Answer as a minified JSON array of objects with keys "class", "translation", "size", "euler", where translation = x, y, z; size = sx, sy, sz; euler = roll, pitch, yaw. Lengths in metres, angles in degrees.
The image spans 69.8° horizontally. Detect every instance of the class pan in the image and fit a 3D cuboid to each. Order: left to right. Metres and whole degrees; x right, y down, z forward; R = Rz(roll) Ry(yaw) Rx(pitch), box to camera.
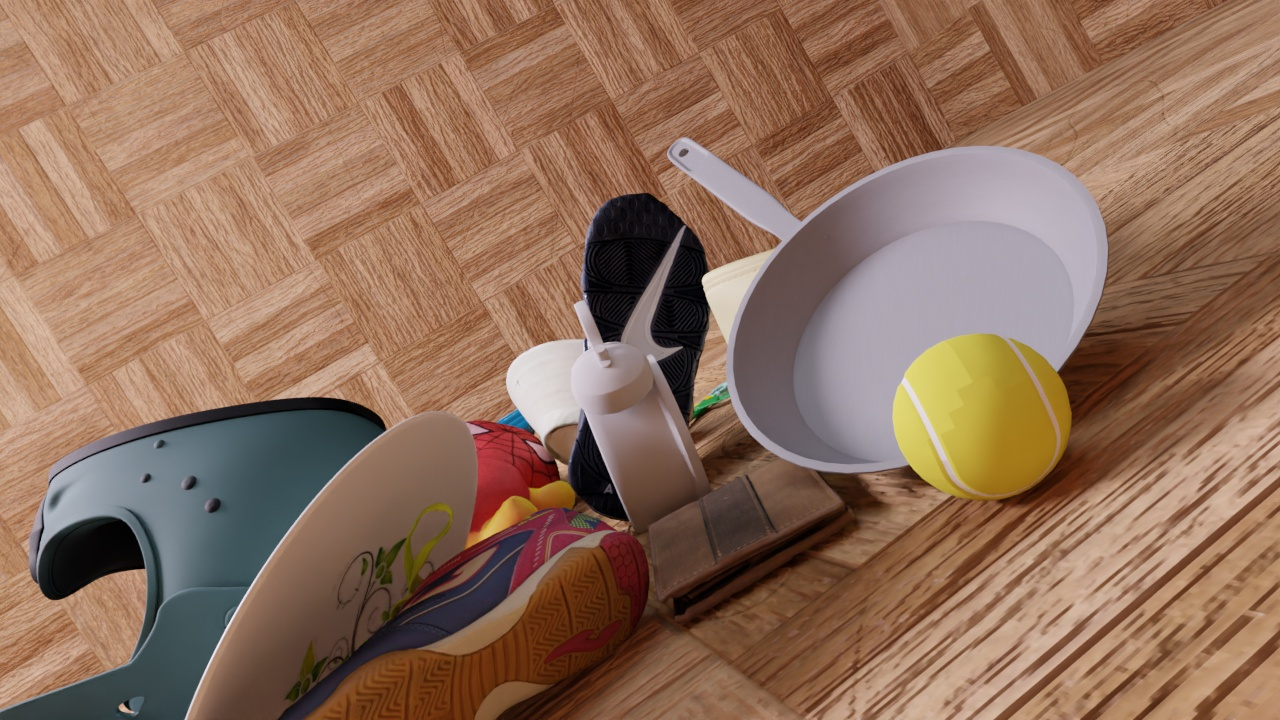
[{"class":"pan","translation":[0.105,-0.062,0.535],"size":[0.201,0.051,0.356],"euler":[-45,36,4]}]

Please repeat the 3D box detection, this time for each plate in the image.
[{"class":"plate","translation":[-0.149,0.125,0.437],"size":[0.229,0.030,0.229],"euler":[23,-91,-78]}]

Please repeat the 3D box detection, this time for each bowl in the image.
[{"class":"bowl","translation":[-0.042,0.056,0.837],"size":[0.177,0.176,0.057],"euler":[-28,40,41]}]

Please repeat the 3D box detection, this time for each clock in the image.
[{"class":"clock","translation":[-0.002,0.035,0.576],"size":[0.061,0.159,0.120],"euler":[-22,4,-3]}]

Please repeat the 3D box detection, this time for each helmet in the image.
[{"class":"helmet","translation":[-0.256,0.150,0.564],"size":[0.274,0.200,0.177],"euler":[-12,-24,-6]}]

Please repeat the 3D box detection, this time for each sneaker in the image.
[{"class":"sneaker","translation":[-0.103,0.147,0.413],"size":[0.091,0.116,0.241],"euler":[18,36,41]},{"class":"sneaker","translation":[-0.004,0.004,0.721],"size":[0.097,0.252,0.151],"euler":[5,-16,-4]}]

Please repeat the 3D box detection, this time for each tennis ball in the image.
[{"class":"tennis ball","translation":[0.133,0.022,0.359],"size":[0.065,0.065,0.065],"euler":[-31,4,2]}]

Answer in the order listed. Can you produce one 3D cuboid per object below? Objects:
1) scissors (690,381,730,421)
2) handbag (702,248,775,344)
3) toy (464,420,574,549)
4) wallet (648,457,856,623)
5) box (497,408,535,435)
[{"class":"scissors","translation":[0.063,0.047,0.941],"size":[0.129,0.011,0.126],"euler":[-34,4,-37]},{"class":"handbag","translation":[0.174,-0.054,0.657],"size":[0.232,0.088,0.191],"euler":[-15,-4,-43]},{"class":"toy","translation":[-0.138,0.117,0.828],"size":[0.099,0.147,0.216],"euler":[-60,2,9]},{"class":"wallet","translation":[0.052,0.085,0.474],"size":[0.099,0.027,0.121],"euler":[-29,5,2]},{"class":"box","translation":[-0.222,0.156,0.961],"size":[0.242,0.070,0.171],"euler":[-35,0,-44]}]
